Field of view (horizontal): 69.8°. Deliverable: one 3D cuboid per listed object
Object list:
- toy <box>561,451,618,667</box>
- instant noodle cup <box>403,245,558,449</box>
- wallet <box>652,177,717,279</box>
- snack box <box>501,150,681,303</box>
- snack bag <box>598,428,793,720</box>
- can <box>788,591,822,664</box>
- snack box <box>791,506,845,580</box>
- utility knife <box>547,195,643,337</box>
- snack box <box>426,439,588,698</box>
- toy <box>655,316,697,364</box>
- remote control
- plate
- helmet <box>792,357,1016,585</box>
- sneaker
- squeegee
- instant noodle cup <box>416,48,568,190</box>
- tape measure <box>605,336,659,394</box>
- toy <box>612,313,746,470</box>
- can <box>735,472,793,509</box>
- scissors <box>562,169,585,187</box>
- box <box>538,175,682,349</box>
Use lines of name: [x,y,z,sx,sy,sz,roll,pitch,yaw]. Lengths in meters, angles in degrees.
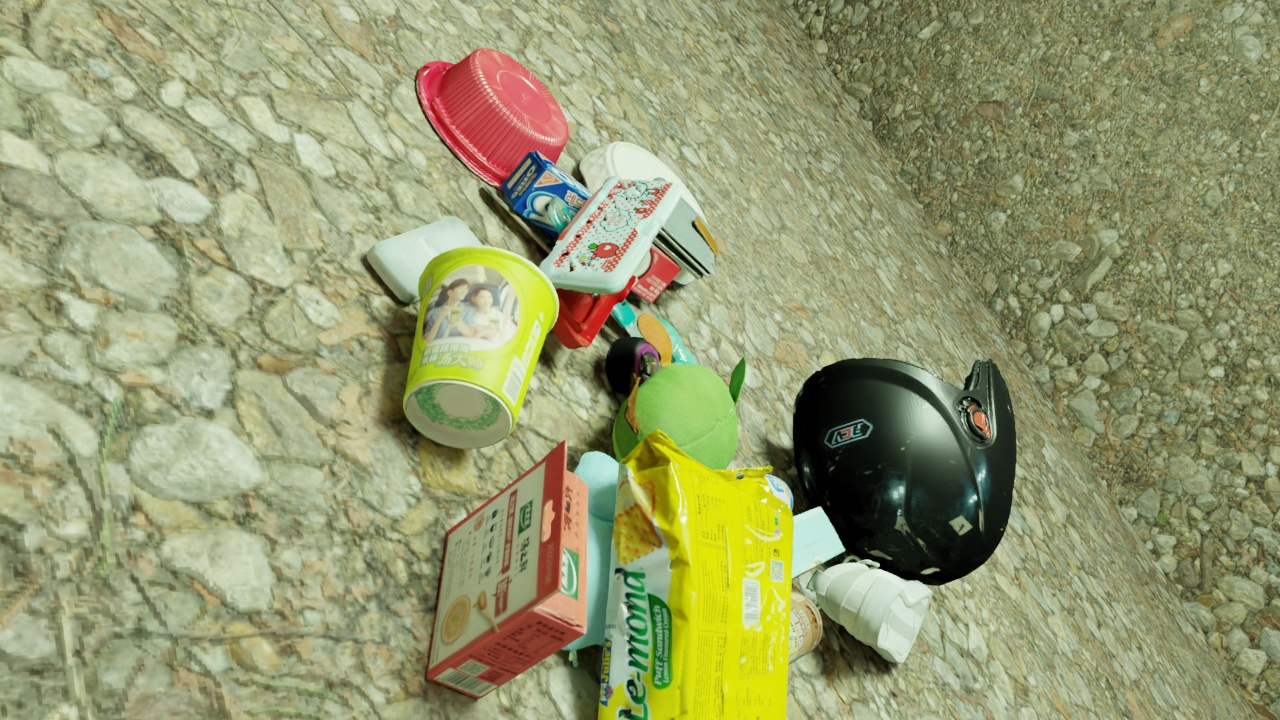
toy: [-0.030,0.142,0.674,0.161,0.050,0.156,8,66,-30]
instant noodle cup: [-0.125,-0.004,0.684,0.111,0.112,0.123,35,41,-28]
wallet: [0.050,-0.153,1.054,0.106,0.037,0.129,40,26,-16]
snack box: [-0.050,-0.139,0.983,0.207,0.058,0.057,32,17,-35]
snack bag: [0.049,0.185,0.662,0.158,0.068,0.246,22,65,-45]
can: [0.108,0.237,0.788,0.116,0.059,0.058,1,56,-55]
snack box: [0.118,0.185,0.847,0.174,0.074,0.051,-1,58,-56]
utility knife: [-0.039,-0.083,0.920,0.029,0.013,0.187,-41,102,-40]
snack box: [-0.073,0.130,0.571,0.044,0.127,0.113,34,33,-29]
toy: [0.036,-0.008,0.996,0.092,0.030,0.096,52,17,5]
remote control: [-0.178,-0.088,0.784,0.056,0.020,0.135,51,27,-3]
plate: [0.014,-0.190,1.137,0.205,0.046,0.204,35,32,-27]
helmet: [0.290,0.115,1.022,0.274,0.234,0.229,35,51,-34]
sneaker: [0.236,0.253,0.950,0.091,0.089,0.242,22,-6,31]
squeegee: [-0.086,-0.043,0.851,0.247,0.040,0.248,45,29,-14]
instant noodle cup: [-0.145,-0.268,0.998,0.194,0.066,0.193,37,31,-27]
tape measure: [-0.005,0.005,0.892,0.057,0.039,0.057,19,74,-60]
toy: [0.033,0.068,0.838,0.246,0.090,0.227,-24,104,-65]
can: [0.112,0.134,0.877,0.053,0.053,0.134,60,9,16]
scissors: [-0.026,-0.177,1.125,0.162,0.012,0.162,51,28,-2]
box: [-0.020,-0.106,0.852,0.095,0.099,0.200,56,35,-23]
